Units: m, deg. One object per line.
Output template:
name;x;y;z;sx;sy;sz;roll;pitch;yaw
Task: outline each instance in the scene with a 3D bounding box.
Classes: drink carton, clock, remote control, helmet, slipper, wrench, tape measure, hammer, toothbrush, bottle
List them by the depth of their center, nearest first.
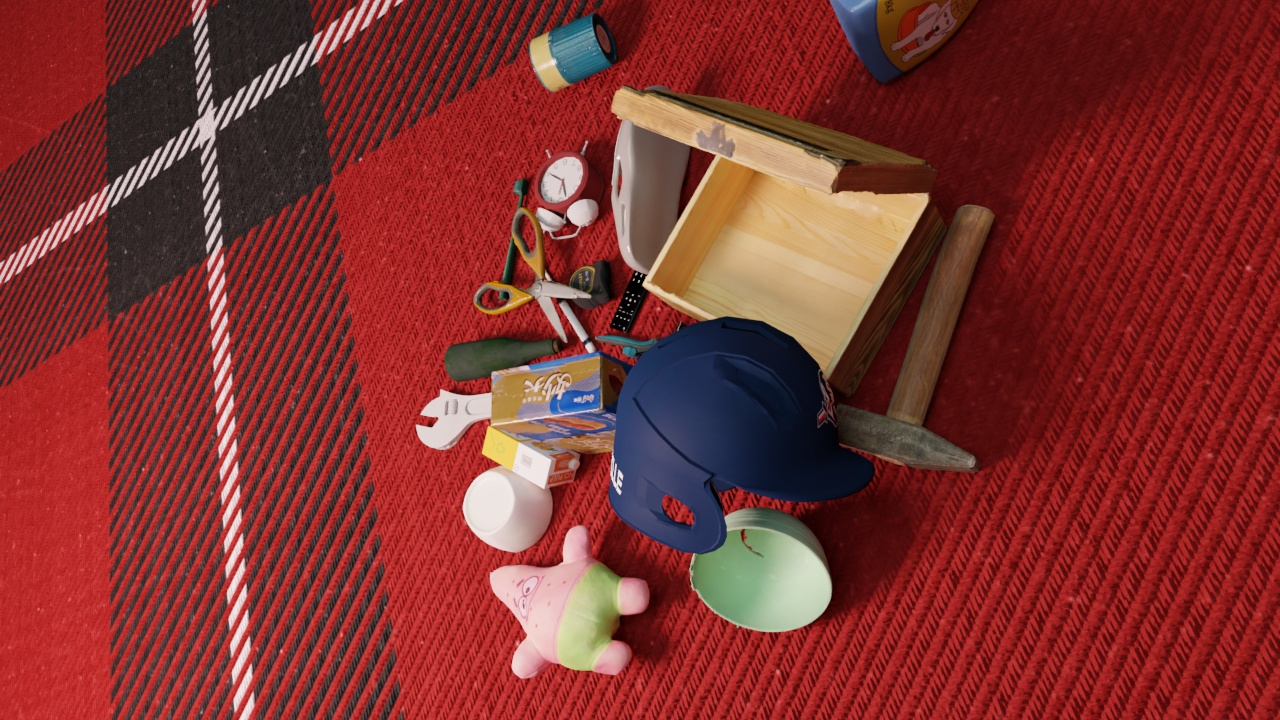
helmet;0.108;0.070;0.946;0.272;0.231;0.223;18;105;11
hammer;0.329;-0.030;1.005;0.158;0.037;0.300;16;84;32
drink carton;-0.142;0.124;1.205;0.123;0.058;0.040;23;106;33
slipper;-0.001;-0.236;1.222;0.081;0.112;0.265;-12;68;47
remote control;-0.001;-0.104;1.230;0.030;0.009;0.140;22;87;32
tape measure;-0.067;-0.100;1.252;0.061;0.034;0.061;-14;56;21
toothbrush;-0.110;-0.079;1.280;0.186;0.017;0.012;57;136;29
bottle;-0.188;-0.008;1.281;0.174;0.055;0.055;-9;71;23
wrench;-0.201;0.072;1.286;0.274;0.018;0.086;-9;71;26
clock;-0.102;-0.238;1.305;0.096;0.048;0.137;-5;72;28
toothbrush;-0.190;-0.181;1.356;0.017;0.016;0.189;1;76;27

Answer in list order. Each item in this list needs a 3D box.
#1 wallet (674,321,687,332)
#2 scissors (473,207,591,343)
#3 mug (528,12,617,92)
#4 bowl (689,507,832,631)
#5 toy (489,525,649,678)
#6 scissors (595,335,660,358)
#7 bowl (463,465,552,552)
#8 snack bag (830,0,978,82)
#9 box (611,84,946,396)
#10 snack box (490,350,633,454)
wallet;0.080;0.016;1.091;0.018;0.115;0.091;5;75;65
scissors;-0.149;-0.120;1.280;0.226;0.016;0.216;6;87;38
mug;-0.097;-0.464;1.358;0.107;0.083;0.113;-17;39;24
bowl;0.134;0.216;0.997;0.151;0.151;0.076;-16;25;24
toy;-0.102;0.294;1.120;0.237;0.096;0.191;9;72;39
scissors;-0.008;0.006;1.196;0.154;0.019;0.124;25;89;34
bowl;-0.180;0.192;1.208;0.117;0.065;0.116;-9;71;27
snack bag;0.329;-0.446;1.061;0.205;0.159;0.102;-34;61;15
box;0.141;-0.176;0.994;0.279;0.323;0.284;29;89;34
snack box;-0.056;0.056;1.095;0.155;0.202;0.069;-10;71;29
